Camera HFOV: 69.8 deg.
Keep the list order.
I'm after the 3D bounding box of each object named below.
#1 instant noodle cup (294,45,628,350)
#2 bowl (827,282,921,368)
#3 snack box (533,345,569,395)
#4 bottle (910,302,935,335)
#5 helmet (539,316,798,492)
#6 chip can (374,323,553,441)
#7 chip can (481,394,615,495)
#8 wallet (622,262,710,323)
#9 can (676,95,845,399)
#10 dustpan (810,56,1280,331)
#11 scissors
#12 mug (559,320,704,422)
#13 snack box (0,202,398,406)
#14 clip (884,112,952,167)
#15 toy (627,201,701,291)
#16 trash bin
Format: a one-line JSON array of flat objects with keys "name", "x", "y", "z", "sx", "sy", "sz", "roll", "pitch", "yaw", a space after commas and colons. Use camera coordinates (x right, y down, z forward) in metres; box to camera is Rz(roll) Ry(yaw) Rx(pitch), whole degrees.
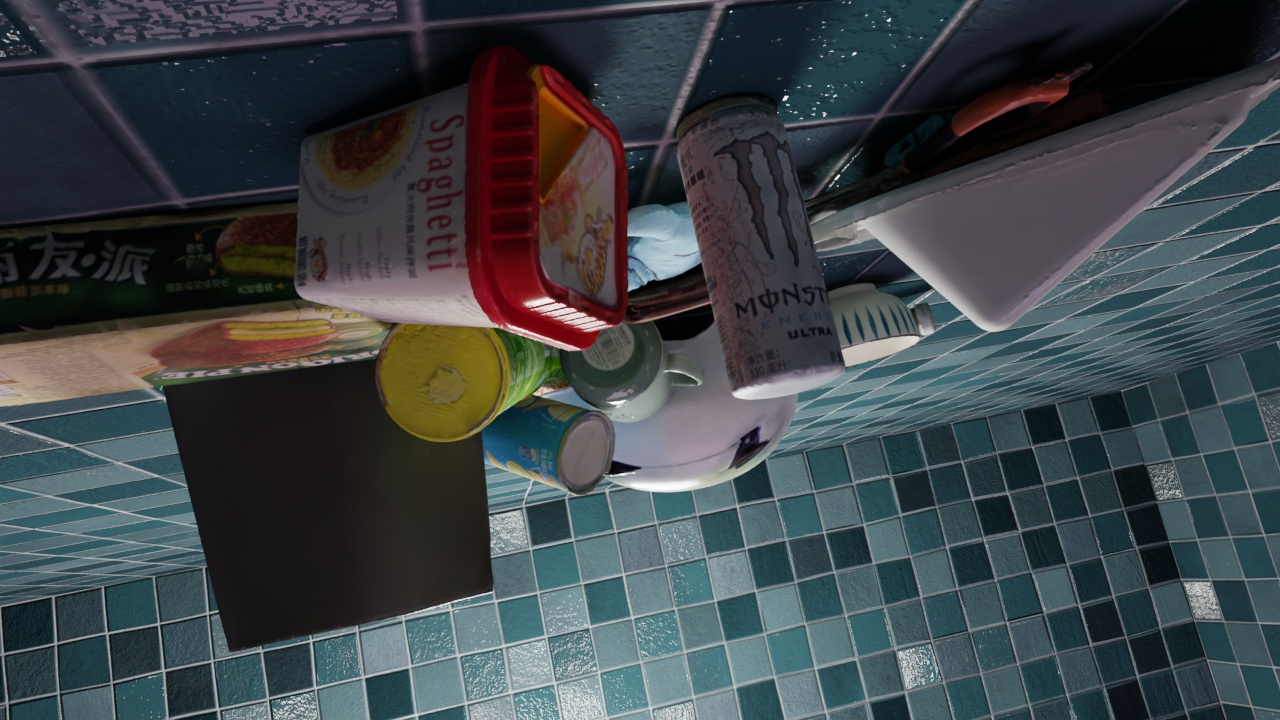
[{"name": "instant noodle cup", "x": -0.080, "y": -0.063, "z": 0.413, "sx": 0.124, "sy": 0.116, "sz": 0.116, "roll": -4, "pitch": 171, "yaw": 21}, {"name": "bowl", "x": 0.209, "y": -0.036, "z": 0.903, "sx": 0.116, "sy": 0.066, "sz": 0.116, "roll": -12, "pitch": 168, "yaw": -3}, {"name": "snack box", "x": -0.093, "y": 0.013, "z": 0.936, "sx": 0.086, "sy": 0.026, "sz": 0.156, "roll": -11, "pitch": 169, "yaw": -2}, {"name": "bottle", "x": 0.218, "y": -0.020, "z": 1.011, "sx": 0.206, "sy": 0.059, "sz": 0.059, "roll": -16, "pitch": 167, "yaw": 18}, {"name": "helmet", "x": 0.041, "y": 0.056, "z": 0.905, "sx": 0.259, "sy": 0.146, "sz": 0.229, "roll": -21, "pitch": 169, "yaw": 8}, {"name": "chip can", "x": -0.102, "y": 0.001, "z": 0.585, "sx": 0.072, "sy": 0.072, "sz": 0.221, "roll": -12, "pitch": -177, "yaw": 2}, {"name": "chip can", "x": -0.125, "y": 0.055, "z": 0.782, "sx": 0.210, "sy": 0.071, "sz": 0.071, "roll": 12, "pitch": -176, "yaw": 35}, {"name": "wallet", "x": 0.048, "y": -0.056, "z": 0.648, "sx": 0.124, "sy": 0.032, "sz": 0.101, "roll": -19, "pitch": -173, "yaw": 7}, {"name": "can", "x": 0.059, "y": -0.056, "z": 0.467, "sx": 0.058, "sy": 0.146, "sz": 0.058, "roll": -11, "pitch": 169, "yaw": -2}, {"name": "dustpan", "x": 0.235, "y": -0.118, "z": 0.582, "sx": 0.258, "sy": 0.142, "sz": 0.222, "roll": -48, "pitch": 168, "yaw": 20}, {"name": "scissors", "x": 0.166, "y": -0.117, "z": 0.537, "sx": 0.197, "sy": 0.015, "sz": 0.214, "roll": -12, "pitch": 170, "yaw": -14}, {"name": "mug", "x": -0.004, "y": 0.004, "z": 0.747, "sx": 0.112, "sy": 0.082, "sz": 0.106, "roll": 6, "pitch": 168, "yaw": 9}, {"name": "snack box", "x": -0.249, "y": -0.029, "z": 0.498, "sx": 0.239, "sy": 0.063, "sz": 0.115, "roll": -9, "pitch": 168, "yaw": -15}, {"name": "clip", "x": 0.170, "y": -0.131, "z": 0.549, "sx": 0.034, "sy": 0.013, "sz": 0.055, "roll": -10, "pitch": 170, "yaw": -14}, {"name": "toy", "x": -0.029, "y": -0.062, "z": 0.583, "sx": 0.156, "sy": 0.049, "sz": 0.161, "roll": -8, "pitch": 170, "yaw": -11}, {"name": "trash bin", "x": -0.219, "y": 0.083, "z": 0.679, "sx": 0.199, "sy": 0.219, "sz": 0.199, "roll": -15, "pitch": 169, "yaw": 17}]
